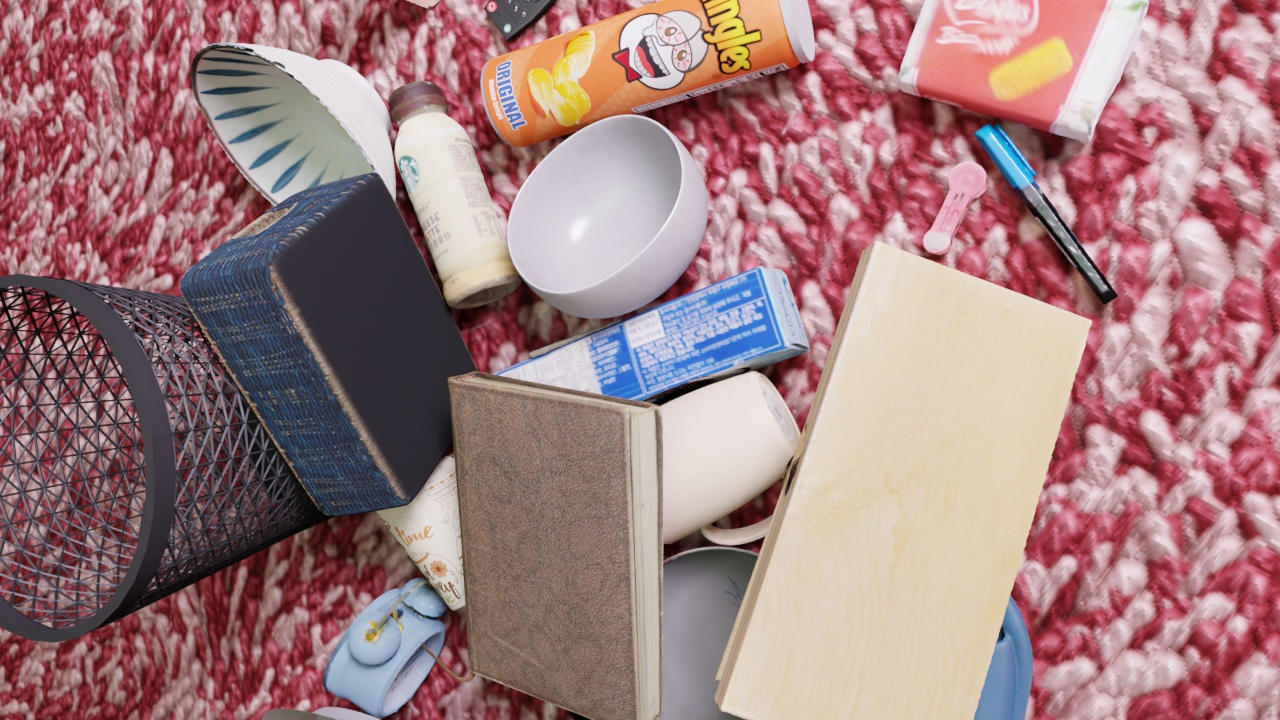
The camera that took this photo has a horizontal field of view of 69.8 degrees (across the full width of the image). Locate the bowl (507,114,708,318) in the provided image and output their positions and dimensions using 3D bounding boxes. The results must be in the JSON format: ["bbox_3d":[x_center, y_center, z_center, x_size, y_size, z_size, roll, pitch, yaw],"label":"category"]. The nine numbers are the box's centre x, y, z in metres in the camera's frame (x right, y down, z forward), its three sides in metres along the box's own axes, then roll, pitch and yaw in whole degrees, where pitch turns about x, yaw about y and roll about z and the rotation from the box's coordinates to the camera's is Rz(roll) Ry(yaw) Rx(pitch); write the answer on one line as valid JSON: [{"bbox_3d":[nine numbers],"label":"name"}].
[{"bbox_3d":[-0.015,-0.086,0.596,0.132,0.064,0.131,-15,58,26],"label":"bowl"}]

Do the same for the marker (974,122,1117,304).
[{"bbox_3d":[0.232,-0.085,0.524,0.015,0.018,0.123,-36,80,23],"label":"marker"}]

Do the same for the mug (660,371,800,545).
[{"bbox_3d":[0.053,0.069,0.587,0.104,0.085,0.111,-31,109,18],"label":"mug"}]

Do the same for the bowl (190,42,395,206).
[{"bbox_3d":[-0.236,-0.172,0.680,0.177,0.177,0.070,22,57,21],"label":"bowl"}]

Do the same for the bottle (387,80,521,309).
[{"bbox_3d":[-0.139,-0.121,0.664,0.057,0.056,0.162,-24,84,23],"label":"bottle"}]

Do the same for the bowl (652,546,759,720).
[{"bbox_3d":[0.066,0.188,0.593,0.151,0.056,0.150,0,90,23],"label":"bowl"}]

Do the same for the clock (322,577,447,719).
[{"bbox_3d":[-0.186,0.211,0.687,0.052,0.088,0.125,30,120,15],"label":"clock"}]

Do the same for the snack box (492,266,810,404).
[{"bbox_3d":[-0.004,0.004,0.612,0.227,0.059,0.059,-21,82,23],"label":"snack box"}]

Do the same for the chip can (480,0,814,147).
[{"bbox_3d":[0.001,-0.195,0.594,0.211,0.062,0.062,-10,89,24],"label":"chip can"}]

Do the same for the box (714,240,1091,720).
[{"bbox_3d":[0.138,0.079,0.485,0.141,0.122,0.248,18,83,25],"label":"box"}]

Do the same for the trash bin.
[{"bbox_3d":[-0.313,0.052,0.650,0.217,0.242,0.217,2,94,24],"label":"trash bin"}]

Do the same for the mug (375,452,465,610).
[{"bbox_3d":[-0.119,0.115,0.673,0.122,0.081,0.097,-31,88,-4],"label":"mug"}]

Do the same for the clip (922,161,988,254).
[{"bbox_3d":[0.187,-0.090,0.546,0.022,0.038,0.059,30,103,16],"label":"clip"}]

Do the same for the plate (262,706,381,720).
[{"bbox_3d":[-0.200,0.298,0.694,0.173,0.019,0.173,13,139,11],"label":"plate"}]

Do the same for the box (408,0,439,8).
[{"bbox_3d":[-0.155,-0.309,0.573,0.154,0.216,0.058,-43,78,22],"label":"box"}]

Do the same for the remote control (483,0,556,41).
[{"bbox_3d":[-0.059,-0.280,0.644,0.125,0.010,0.039,-39,78,21],"label":"remote control"}]

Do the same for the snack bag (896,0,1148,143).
[{"bbox_3d":[0.212,-0.176,0.517,0.116,0.036,0.077,23,103,21],"label":"snack bag"}]

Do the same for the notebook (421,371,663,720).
[{"bbox_3d":[-0.072,0.118,0.585,0.190,0.034,0.215,7,107,32],"label":"notebook"}]

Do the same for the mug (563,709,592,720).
[{"bbox_3d":[-0.003,0.275,0.627,0.114,0.087,0.089,13,119,-6],"label":"mug"}]

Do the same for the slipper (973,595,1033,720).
[{"bbox_3d":[0.176,0.217,0.547,0.104,0.059,0.214,3,96,21],"label":"slipper"}]

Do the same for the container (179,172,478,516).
[{"bbox_3d":[-0.191,-0.012,0.611,0.071,0.145,0.187,-10,119,21],"label":"container"}]
